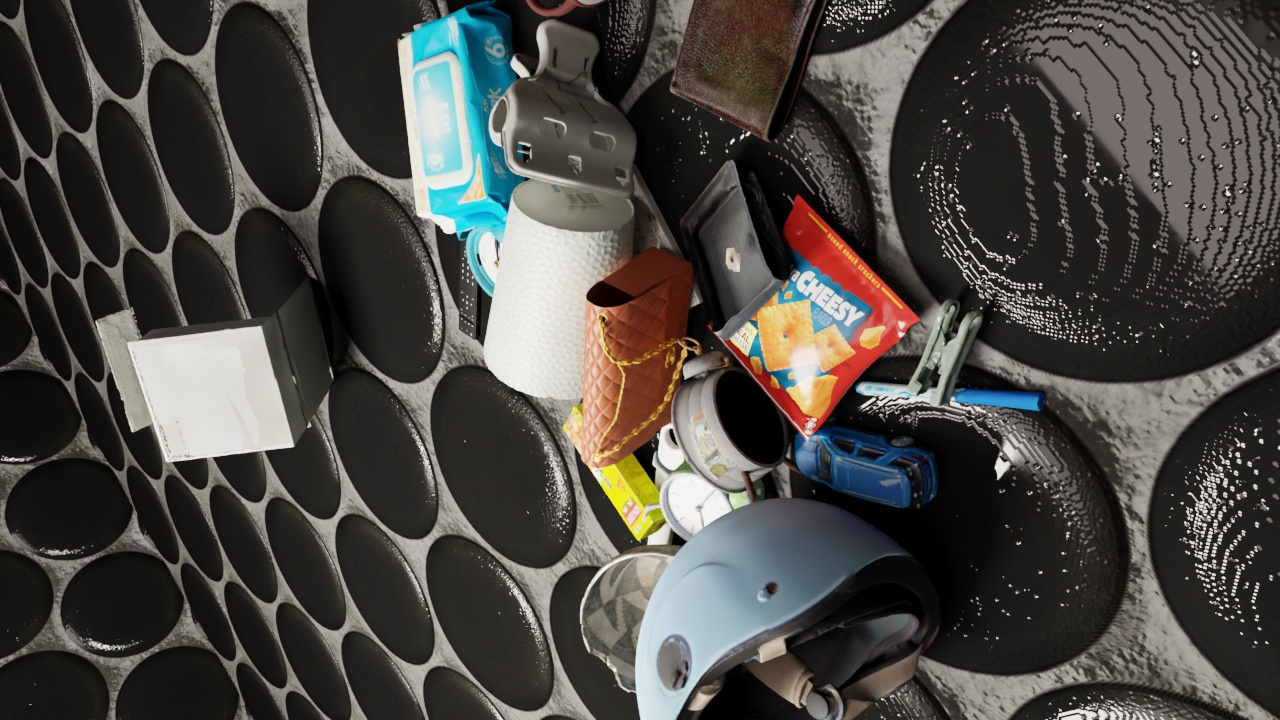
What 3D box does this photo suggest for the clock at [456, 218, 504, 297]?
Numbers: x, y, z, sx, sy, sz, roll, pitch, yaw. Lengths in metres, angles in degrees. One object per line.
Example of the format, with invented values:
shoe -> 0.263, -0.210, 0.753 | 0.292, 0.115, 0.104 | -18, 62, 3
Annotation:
clock -> -0.145, -0.115, 0.943 | 0.099, 0.043, 0.130 | 13, 125, 41

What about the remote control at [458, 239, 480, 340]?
remote control -> -0.190, -0.088, 1.024 | 0.030, 0.009, 0.140 | 31, 129, 31

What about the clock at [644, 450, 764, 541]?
clock -> 0.067, 0.131, 0.845 | 0.119, 0.042, 0.094 | 25, 126, 24

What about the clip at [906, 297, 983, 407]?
clip -> 0.214, -0.006, 0.643 | 0.045, 0.023, 0.076 | 34, 122, 35

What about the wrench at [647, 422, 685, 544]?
wrench -> 0.021, 0.177, 0.941 | 0.066, 0.018, 0.274 | 29, 127, 33

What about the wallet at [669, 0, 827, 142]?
wallet -> 0.078, -0.234, 0.670 | 0.099, 0.031, 0.120 | 34, 128, 25

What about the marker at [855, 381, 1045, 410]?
marker -> 0.220, 0.025, 0.668 | 0.142, 0.013, 0.013 | 4, 112, 45

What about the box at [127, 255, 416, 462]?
box -> -0.472, -0.013, 1.250 | 0.172, 0.378, 0.167 | 5, 114, 25

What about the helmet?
helmet -> 0.099, 0.223, 0.739 | 0.266, 0.225, 0.167 | -56, 39, 12

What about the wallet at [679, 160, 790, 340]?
wallet -> 0.073, -0.086, 0.724 | 0.089, 0.026, 0.114 | -46, 50, 49

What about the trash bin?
trash bin -> -0.069, -0.069, 0.817 | 0.133, 0.133, 0.162 | 34, 131, 29

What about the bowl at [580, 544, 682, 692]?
bowl -> 0.037, 0.247, 0.902 | 0.178, 0.081, 0.179 | 8, 115, 18

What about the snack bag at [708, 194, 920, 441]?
snack bag -> 0.128, -0.030, 0.710 | 0.130, 0.039, 0.144 | 51, 132, 21

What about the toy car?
toy car -> 0.172, 0.081, 0.720 | 0.120, 0.043, 0.056 | 14, 122, 43

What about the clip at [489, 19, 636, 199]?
clip -> -0.066, -0.206, 0.768 | 0.075, 0.124, 0.144 | -31, 62, 44

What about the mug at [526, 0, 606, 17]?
mug -> -0.061, -0.321, 0.728 | 0.082, 0.073, 0.106 | 46, 132, 18

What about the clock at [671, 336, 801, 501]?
clock -> 0.069, 0.044, 0.766 | 0.056, 0.103, 0.148 | -32, 81, 38

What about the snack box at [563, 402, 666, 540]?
snack box -> -0.025, 0.109, 0.928 | 0.148, 0.028, 0.040 | 54, 139, 22

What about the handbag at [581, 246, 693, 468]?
handbag -> -0.005, 0.004, 0.796 | 0.060, 0.108, 0.172 | 28, 133, 28

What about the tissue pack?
tissue pack -> -0.167, -0.221, 0.868 | 0.117, 0.065, 0.209 | -1, 98, 41

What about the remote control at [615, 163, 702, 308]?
remote control -> 0.008, -0.103, 0.816 | 0.050, 0.011, 0.136 | -29, 88, 48
